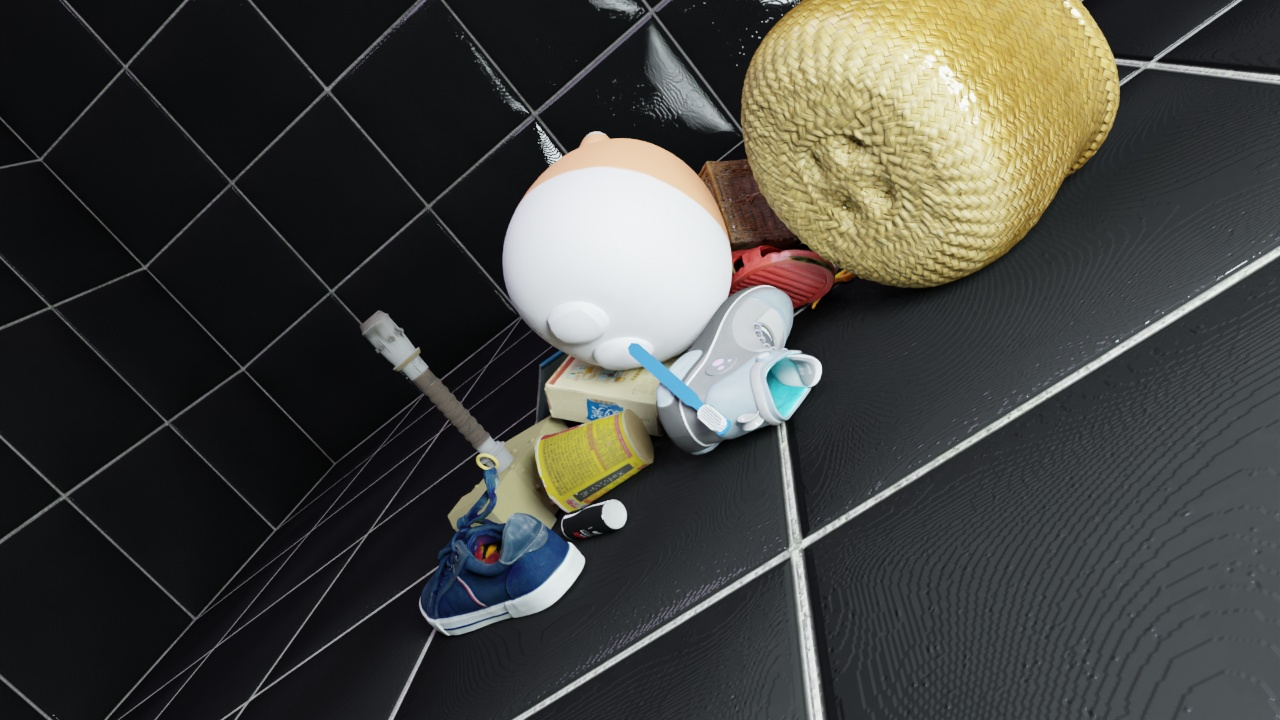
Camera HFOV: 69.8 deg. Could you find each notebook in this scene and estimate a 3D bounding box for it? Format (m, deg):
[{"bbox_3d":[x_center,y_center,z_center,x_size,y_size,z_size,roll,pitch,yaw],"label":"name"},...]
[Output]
[{"bbox_3d":[-0.064,-0.016,1.443,0.252,0.009,0.181,-37,-18,-25],"label":"notebook"}]

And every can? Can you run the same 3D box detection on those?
[{"bbox_3d":[-0.050,0.169,0.968,0.081,0.031,0.031,-26,19,48],"label":"can"}]

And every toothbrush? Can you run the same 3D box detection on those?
[{"bbox_3d":[0.032,0.023,0.890,0.016,0.014,0.166,-55,46,6],"label":"toothbrush"}]

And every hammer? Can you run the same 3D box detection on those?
[{"bbox_3d":[-0.223,0.070,1.135,0.101,0.325,0.189,-31,15,36],"label":"hammer"}]

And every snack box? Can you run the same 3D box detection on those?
[{"bbox_3d":[-0.007,0.007,1.177,0.153,0.055,0.206,9,37,22],"label":"snack box"}]

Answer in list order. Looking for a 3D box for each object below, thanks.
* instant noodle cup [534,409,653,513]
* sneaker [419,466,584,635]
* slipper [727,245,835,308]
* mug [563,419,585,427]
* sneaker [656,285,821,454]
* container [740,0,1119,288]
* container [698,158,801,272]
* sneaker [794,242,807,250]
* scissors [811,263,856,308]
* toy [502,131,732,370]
[{"bbox_3d":[-0.048,0.109,1.053,0.113,0.100,0.100,-28,15,16],"label":"instant noodle cup"},{"bbox_3d":[-0.184,0.213,1.003,0.295,0.127,0.120,-29,18,49],"label":"sneaker"},{"bbox_3d":[0.151,-0.100,1.114,0.249,0.103,0.059,152,134,-68],"label":"slipper"},{"bbox_3d":[-0.076,0.058,1.284,0.085,0.094,0.122,-43,13,-15],"label":"mug"},{"bbox_3d":[0.134,-0.007,0.947,0.161,0.093,0.255,-14,26,45],"label":"sneaker"},{"bbox_3d":[0.242,-0.223,0.856,0.196,0.307,0.308,-42,12,-24],"label":"container"},{"bbox_3d":[0.121,-0.169,1.203,0.113,0.112,0.199,-7,-17,-19],"label":"container"},{"bbox_3d":[0.234,-0.229,1.175,0.111,0.116,0.295,-41,10,-31],"label":"sneaker"},{"bbox_3d":[0.231,-0.097,1.119,0.126,0.011,0.130,-33,12,29],"label":"scissors"},{"bbox_3d":[-0.027,-0.130,1.082,0.267,0.262,0.280,-23,46,39],"label":"toy"}]
